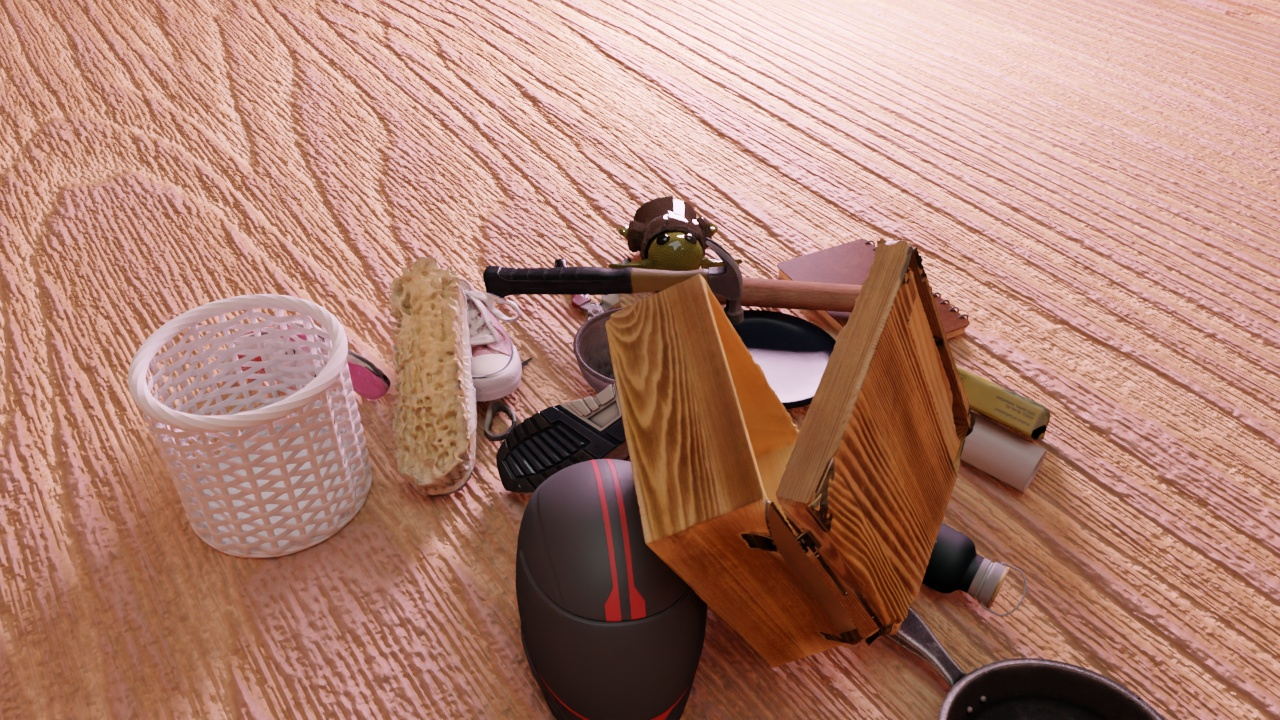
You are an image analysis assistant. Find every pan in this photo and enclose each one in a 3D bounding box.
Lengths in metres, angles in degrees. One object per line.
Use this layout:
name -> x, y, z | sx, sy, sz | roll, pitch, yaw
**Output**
pan -> 0.101, -0.039, 1.179 | 0.198, 0.021, 0.356 | -25, 44, -31
pan -> 0.285, 0.282, 0.789 | 0.186, 0.055, 0.357 | -23, 34, -28

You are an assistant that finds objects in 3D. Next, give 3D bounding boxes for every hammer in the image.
hammer -> -0.037, -0.101, 1.167 | 0.333, 0.118, 0.025 | 1, 36, 9
hammer -> 0.202, -0.091, 1.201 | 0.301, 0.037, 0.157 | 4, 39, 5

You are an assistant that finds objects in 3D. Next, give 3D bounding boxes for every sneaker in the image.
sneaker -> -0.206, -0.045, 1.107 | 0.118, 0.088, 0.241 | -15, 39, -19
sneaker -> -0.027, 0.080, 0.975 | 0.240, 0.124, 0.088 | -28, 68, 17

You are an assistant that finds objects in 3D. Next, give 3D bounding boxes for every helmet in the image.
helmet -> -0.025, 0.185, 0.792 | 0.164, 0.170, 0.264 | -4, 40, -8

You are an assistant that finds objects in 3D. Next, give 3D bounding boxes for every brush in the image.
brush -> -0.226, 0.014, 1.000 | 0.083, 0.057, 0.270 | -9, 64, 2

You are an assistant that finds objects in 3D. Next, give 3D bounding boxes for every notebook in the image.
notebook -> 0.314, -0.086, 1.245 | 0.167, 0.024, 0.225 | -18, 44, -21

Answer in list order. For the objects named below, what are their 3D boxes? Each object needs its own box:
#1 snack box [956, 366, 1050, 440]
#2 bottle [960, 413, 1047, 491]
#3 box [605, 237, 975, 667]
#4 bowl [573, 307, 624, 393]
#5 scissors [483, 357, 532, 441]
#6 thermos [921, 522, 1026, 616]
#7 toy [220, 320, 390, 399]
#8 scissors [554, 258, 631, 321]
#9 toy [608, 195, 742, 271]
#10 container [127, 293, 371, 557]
snack box -> 0.379, 0.032, 1.047 | 0.181, 0.045, 0.121 | 29, 6, 26
bottle -> 0.350, 0.076, 1.032 | 0.195, 0.053, 0.052 | 30, 47, 29
box -> 0.156, 0.087, 0.756 | 0.264, 0.279, 0.269 | -21, 48, 14
bowl -> -0.006, 0.006, 1.083 | 0.145, 0.067, 0.144 | 2, 40, -2
scissors -> -0.182, 0.043, 1.073 | 0.157, 0.013, 0.168 | -15, 40, -23
thermos -> 0.261, 0.176, 0.902 | 0.231, 0.061, 0.061 | 26, 45, 25
toy -> -0.399, -0.005, 1.043 | 0.194, 0.159, 0.084 | 0, 62, 24
scissors -> -0.059, -0.090, 1.236 | 0.195, 0.015, 0.178 | 33, 49, 30
toy -> 0.042, -0.169, 1.278 | 0.179, 0.078, 0.152 | -3, 36, -7
container -> -0.372, 0.063, 0.901 | 0.189, 0.187, 0.189 | 2, 40, -2
